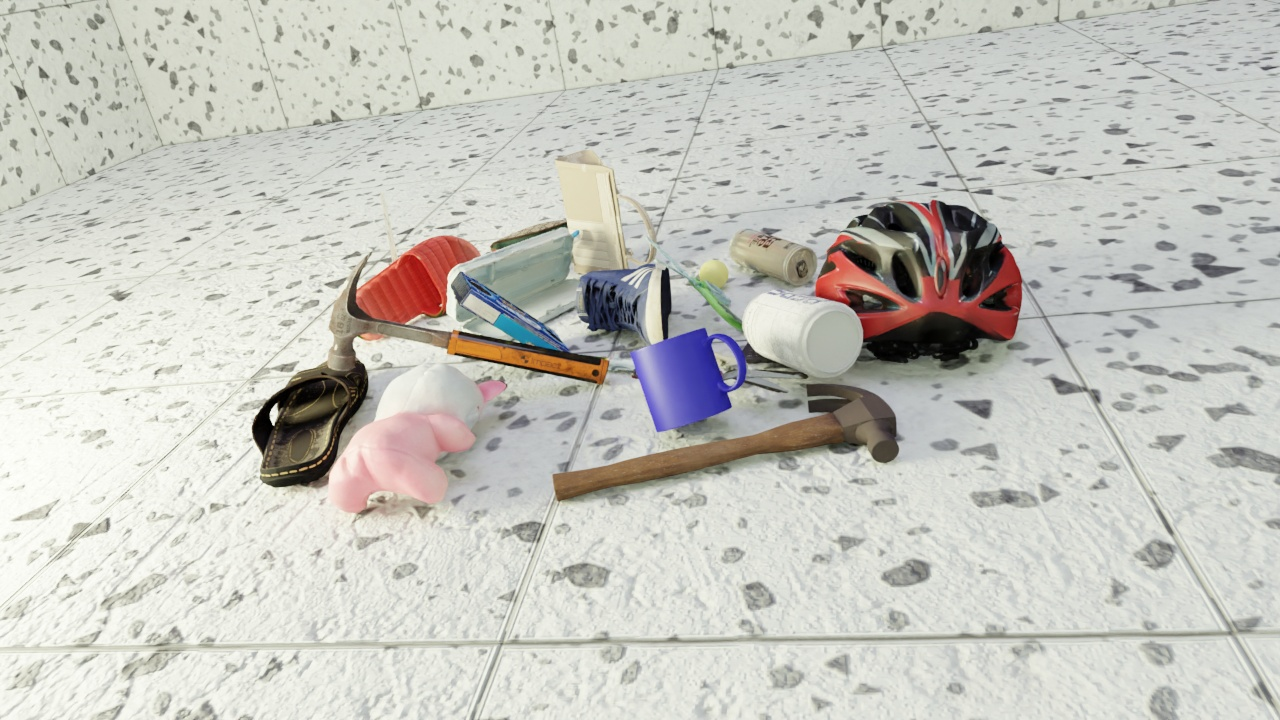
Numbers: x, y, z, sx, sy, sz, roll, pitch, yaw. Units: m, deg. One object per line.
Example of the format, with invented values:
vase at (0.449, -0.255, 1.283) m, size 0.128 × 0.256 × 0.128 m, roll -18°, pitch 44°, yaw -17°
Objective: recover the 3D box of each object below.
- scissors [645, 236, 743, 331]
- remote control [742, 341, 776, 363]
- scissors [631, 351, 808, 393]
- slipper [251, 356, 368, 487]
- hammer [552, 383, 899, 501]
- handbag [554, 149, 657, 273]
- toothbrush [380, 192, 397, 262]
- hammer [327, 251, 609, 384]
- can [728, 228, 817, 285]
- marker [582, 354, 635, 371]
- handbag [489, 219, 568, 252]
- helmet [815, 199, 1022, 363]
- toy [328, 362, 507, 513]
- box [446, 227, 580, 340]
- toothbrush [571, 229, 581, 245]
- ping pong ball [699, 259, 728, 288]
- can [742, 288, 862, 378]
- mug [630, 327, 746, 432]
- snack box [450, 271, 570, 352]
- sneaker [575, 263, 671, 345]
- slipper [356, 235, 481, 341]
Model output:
scissors at (0.069, -0.095, 1.144) m, size 0.023 × 0.171 × 0.167 m, roll -47°, pitch -9°, yaw 20°
remote control at (0.149, -0.028, 1.088) m, size 0.046 × 0.009 × 0.124 m, roll -2°, pitch 27°, yaw 16°
scissors at (0.077, 0.010, 0.977) m, size 0.187 × 0.015 × 0.179 m, roll -10°, pitch 20°, yaw 1°
slipper at (-0.372, 0.050, 1.038) m, size 0.113 × 0.076 × 0.267 m, roll -10°, pitch 26°, yaw -1°
hammer at (0.078, 0.084, 0.860) m, size 0.323 × 0.033 × 0.115 m, roll -12°, pitch 27°, yaw -3°
handbag at (-0.038, -0.195, 1.313) m, size 0.062 × 0.176 × 0.198 m, roll -23°, pitch 31°, yaw -26°
toothbrush at (-0.357, -0.154, 1.329) m, size 0.010 × 0.182 × 0.010 m, roll -12°, pitch 22°, yaw -14°
hammer at (-0.189, -0.029, 1.035) m, size 0.314 × 0.138 × 0.035 m, roll 11°, pitch 20°, yaw -4°
can at (0.180, -0.144, 1.264) m, size 0.054 × 0.054 × 0.136 m, roll -22°, pitch 28°, yaw -24°
marker at (-0.006, 0.006, 1.064) m, size 0.147 × 0.017 × 0.017 m, roll 4°, pitch 29°, yaw 28°
handbag at (-0.162, -0.194, 1.491) m, size 0.166 × 0.063 × 0.138 m, roll -21°, pitch 18°, yaw -21°
helmet at (0.306, -0.095, 1.025) m, size 0.217 × 0.167 × 0.271 m, roll -1°, pitch 14°, yaw 5°
toy at (-0.229, 0.069, 0.937) m, size 0.142 × 0.084 × 0.212 m, roll -10°, pitch 25°, yaw 18°
box at (-0.147, -0.087, 1.266) m, size 0.214 × 0.107 × 0.124 m, roll -27°, pitch 59°, yaw -33°
toothbrush at (-0.156, -0.142, 1.360) m, size 0.167 × 0.014 × 0.016 m, roll -34°, pitch 23°, yaw 11°
ping pong ball at (0.100, -0.117, 1.253) m, size 0.040 × 0.040 × 0.040 m, roll -8°, pitch 26°, yaw 4°
can at (0.168, -0.031, 0.970) m, size 0.078 × 0.078 × 0.136 m, roll -18°, pitch 17°, yaw -16°
mug at (0.053, 0.015, 0.904) m, size 0.111 × 0.083 × 0.079 m, roll -19°, pitch -1°, yaw 31°
snack box at (-0.157, -0.050, 1.107) m, size 0.027 × 0.150 × 0.082 m, roll -55°, pitch 29°, yaw 5°
sneaker at (-0.027, -0.069, 1.128) m, size 0.118 × 0.091 × 0.232 m, roll -4°, pitch 20°, yaw 6°
slipper at (-0.313, -0.111, 1.320) m, size 0.059 × 0.103 × 0.248 m, roll -6°, pitch 24°, yaw 42°
